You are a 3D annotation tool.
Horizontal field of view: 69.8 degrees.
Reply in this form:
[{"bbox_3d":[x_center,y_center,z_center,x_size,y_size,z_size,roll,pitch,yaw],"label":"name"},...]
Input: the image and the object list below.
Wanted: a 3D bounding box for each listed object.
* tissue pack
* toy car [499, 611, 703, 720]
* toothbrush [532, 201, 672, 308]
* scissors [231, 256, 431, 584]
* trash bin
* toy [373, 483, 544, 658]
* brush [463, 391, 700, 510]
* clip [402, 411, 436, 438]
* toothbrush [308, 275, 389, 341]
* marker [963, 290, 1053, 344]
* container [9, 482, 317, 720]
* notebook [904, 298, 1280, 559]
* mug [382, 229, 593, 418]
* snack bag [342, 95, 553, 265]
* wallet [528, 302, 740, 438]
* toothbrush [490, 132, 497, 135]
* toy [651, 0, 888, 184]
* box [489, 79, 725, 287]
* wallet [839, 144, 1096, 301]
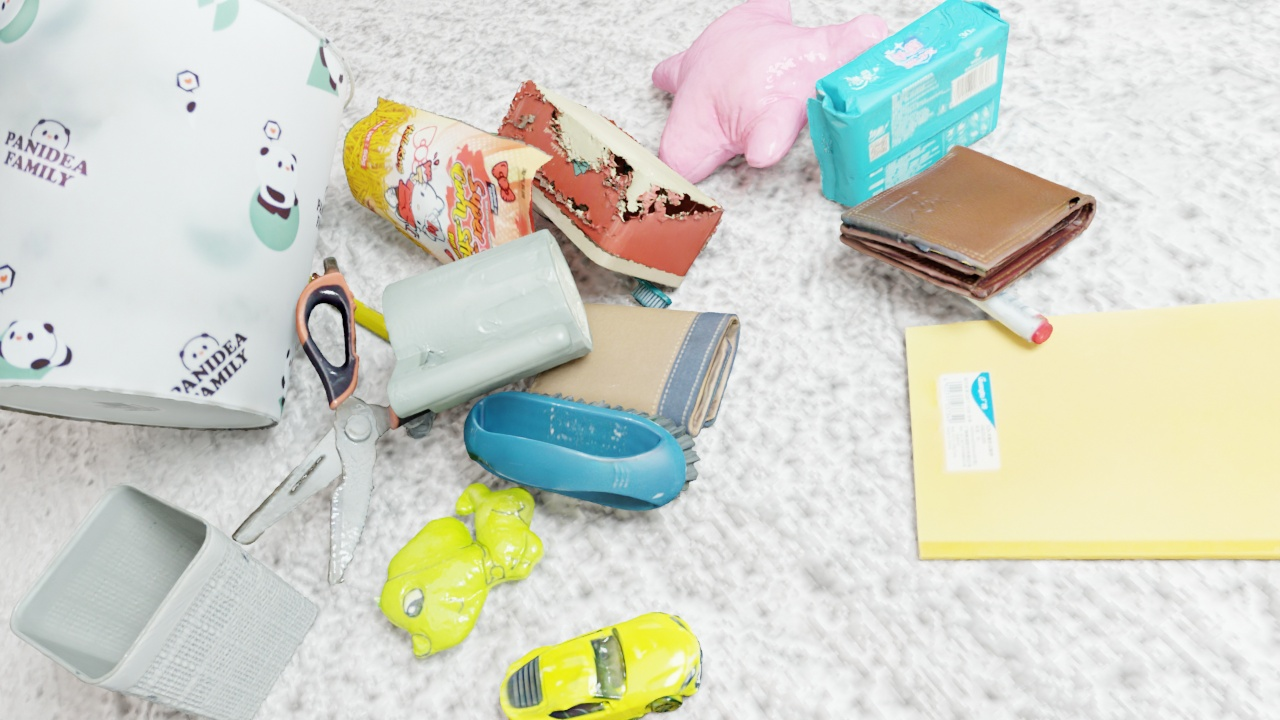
[{"bbox_3d":[0.168,-0.161,0.584,0.133,0.093,0.050,-32,55,-4],"label":"tissue pack"},{"bbox_3d":[-0.021,0.158,0.463,0.105,0.032,0.048,-18,51,5],"label":"toy car"},{"bbox_3d":[-0.041,-0.084,0.657,0.018,0.016,0.191,-47,53,-3],"label":"toothbrush"},{"bbox_3d":[-0.171,0.025,0.576,0.188,0.015,0.226,-11,69,-31],"label":"scissors"},{"bbox_3d":[-0.319,-0.089,0.606,0.230,0.229,0.251,-2,78,19],"label":"trash bin"},{"bbox_3d":[-0.103,0.116,0.525,0.100,0.031,0.096,-19,51,1],"label":"toy"},{"bbox_3d":[-0.042,0.051,0.517,0.144,0.073,0.055,10,100,27],"label":"brush"},{"bbox_3d":[-0.144,0.024,0.614,0.025,0.036,0.057,4,57,16],"label":"clip"},{"bbox_3d":[-0.245,-0.055,0.709,0.190,0.016,0.015,27,69,33],"label":"toothbrush"},{"bbox_3d":[0.182,-0.053,0.541,0.017,0.017,0.145,-35,46,-6],"label":"marker"},{"bbox_3d":[-0.253,0.140,0.509,0.090,0.114,0.090,15,62,29],"label":"container"},{"bbox_3d":[0.245,0.033,0.468,0.206,0.010,0.145,-5,55,18],"label":"notebook"},{"bbox_3d":[-0.088,-0.016,0.536,0.103,0.084,0.123,-20,25,4],"label":"mug"},{"bbox_3d":[-0.130,-0.111,0.648,0.073,0.129,0.208,-22,39,-35],"label":"snack bag"},{"bbox_3d":[-0.003,0.003,0.569,0.115,0.033,0.090,7,56,26],"label":"wallet"},{"bbox_3d":[-0.121,-0.180,0.757,0.186,0.012,0.017,18,69,30],"label":"toothbrush"},{"bbox_3d":[0.066,-0.193,0.658,0.178,0.074,0.194,-47,39,4],"label":"toy"},{"bbox_3d":[-0.025,-0.129,0.619,0.168,0.091,0.078,46,114,38],"label":"box"},{"bbox_3d":[0.192,-0.086,0.541,0.124,0.032,0.101,-31,44,-29],"label":"wallet"}]
